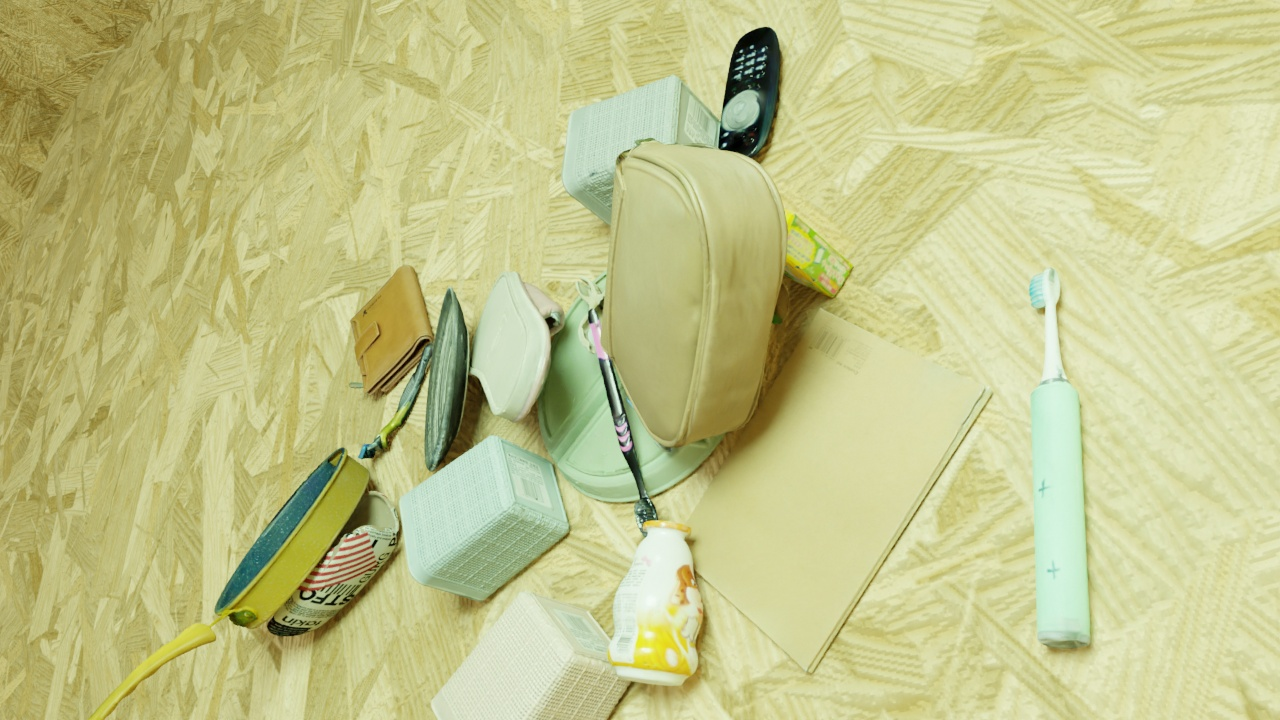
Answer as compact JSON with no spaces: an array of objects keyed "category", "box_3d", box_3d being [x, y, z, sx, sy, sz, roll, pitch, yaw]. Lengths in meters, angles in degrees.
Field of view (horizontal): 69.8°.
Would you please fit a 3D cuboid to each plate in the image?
[{"category":"plate","box_3d":[-0.185,0.020,0.887,0.179,0.024,0.179,-173,91,-73]},{"category":"plate","box_3d":[-0.005,0.005,0.767,0.231,0.027,0.229,-21,56,34]}]

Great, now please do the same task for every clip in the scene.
[{"category":"clip","box_3d":[-0.022,-0.046,0.765,0.098,0.035,0.099,-31,43,34]},{"category":"clip","box_3d":[0.010,0.046,0.695,0.028,0.024,0.057,-54,50,12]}]

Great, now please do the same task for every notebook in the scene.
[{"category":"notebook","box_3d":[0.119,0.078,0.625,0.149,0.012,0.211,35,94,48]}]

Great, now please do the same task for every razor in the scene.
[{"category":"razor","box_3d":[-0.253,0.045,0.982,0.142,0.022,0.043,-61,-1,-5]}]

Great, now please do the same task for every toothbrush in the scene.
[{"category":"toothbrush","box_3d":[-0.016,0.046,0.706,0.014,0.017,0.189,-22,75,22]},{"category":"toothbrush","box_3d":[0.236,0.047,0.521,0.027,0.026,0.224,-29,48,57]}]

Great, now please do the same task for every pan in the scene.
[{"category":"pan","box_3d":[-0.386,0.220,0.869,0.198,0.078,0.356,-34,23,42]}]

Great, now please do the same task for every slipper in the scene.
[{"category":"slipper","box_3d":[-0.108,-0.012,0.815,0.114,0.054,0.274,-68,19,7]}]

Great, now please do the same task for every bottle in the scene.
[{"category":"bottle","box_3d":[0.013,0.168,0.639,0.063,0.063,0.108,-11,63,39]}]

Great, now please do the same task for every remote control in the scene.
[{"category":"remote control","box_3d":[0.096,-0.226,0.793,0.053,0.024,0.136,-6,67,39]}]

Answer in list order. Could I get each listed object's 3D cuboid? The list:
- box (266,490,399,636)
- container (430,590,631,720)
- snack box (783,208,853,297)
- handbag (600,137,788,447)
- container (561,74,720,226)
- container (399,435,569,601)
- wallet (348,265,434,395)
[{"category":"box","box_3d":[-0.308,0.200,0.911,0.162,0.075,0.085,-49,50,15]},{"category":"container","box_3d":[-0.075,0.239,0.668,0.111,0.090,0.090,-54,43,3]},{"category":"snack box","box_3d":[0.083,-0.098,0.694,0.140,0.087,0.034,36,95,47]},{"category":"handbag","box_3d":[0.035,-0.048,0.625,0.147,0.099,0.205,50,143,43]},{"category":"container","box_3d":[0.005,-0.184,0.812,0.115,0.090,0.090,-13,61,35]},{"category":"container","box_3d":[-0.129,0.130,0.775,0.112,0.090,0.089,-38,48,18]},{"category":"wallet","box_3d":[-0.288,-0.030,1.048,0.119,0.035,0.130,-40,46,13]}]
